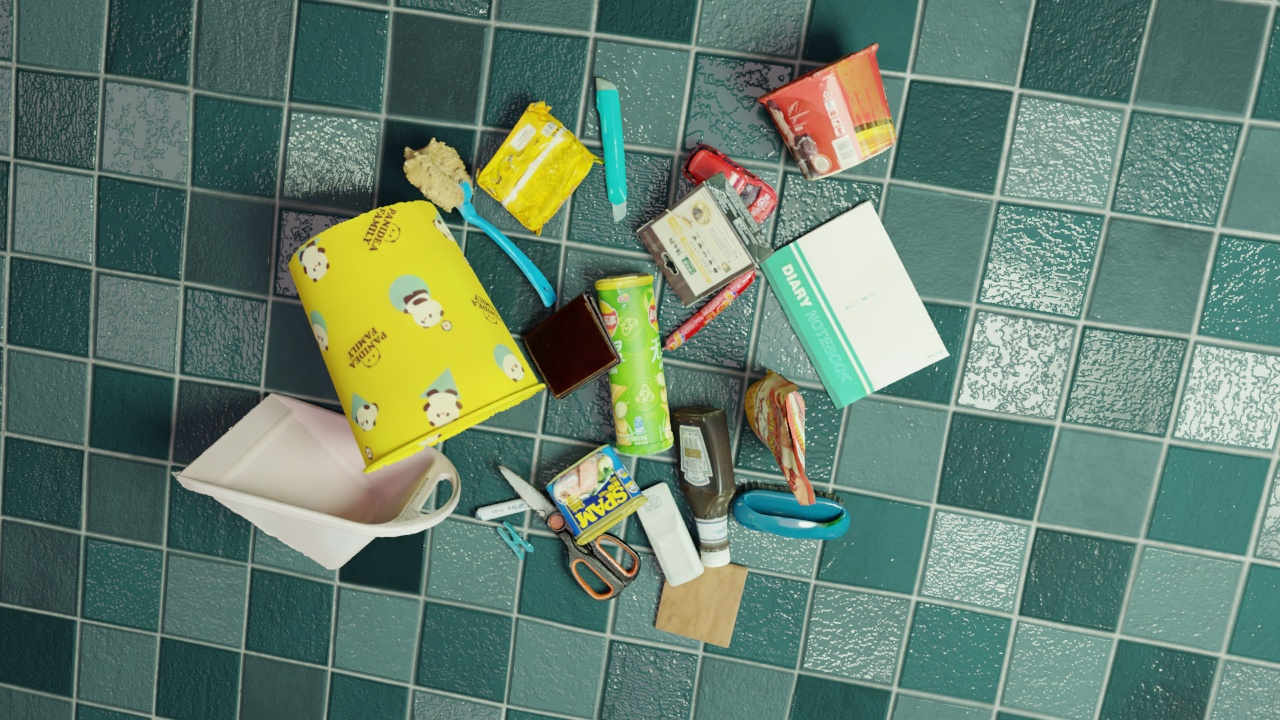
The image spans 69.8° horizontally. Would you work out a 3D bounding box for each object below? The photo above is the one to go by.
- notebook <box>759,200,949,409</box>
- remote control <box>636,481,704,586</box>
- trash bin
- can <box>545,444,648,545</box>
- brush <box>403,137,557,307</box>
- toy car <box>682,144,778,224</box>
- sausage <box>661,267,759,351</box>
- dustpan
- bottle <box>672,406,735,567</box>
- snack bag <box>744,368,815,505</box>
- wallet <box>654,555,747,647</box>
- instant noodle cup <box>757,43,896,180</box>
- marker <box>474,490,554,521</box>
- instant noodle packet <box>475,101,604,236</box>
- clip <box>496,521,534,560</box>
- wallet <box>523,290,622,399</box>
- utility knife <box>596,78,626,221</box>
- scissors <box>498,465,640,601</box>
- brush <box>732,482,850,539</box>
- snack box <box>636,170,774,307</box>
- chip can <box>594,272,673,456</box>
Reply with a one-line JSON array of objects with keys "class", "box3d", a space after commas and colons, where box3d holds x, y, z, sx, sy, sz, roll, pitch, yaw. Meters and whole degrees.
[{"class": "notebook", "box3d": [0.255, -0.064, 1.105, 0.150, 0.012, 0.209, -28, 95, 11]}, {"class": "remote control", "box3d": [0.034, 0.219, 1.154, 0.049, 0.024, 0.125, -26, 79, 9]}, {"class": "trash bin", "box3d": [-0.270, -0.031, 1.075, 0.230, 0.229, 0.255, -27, 88, 10]}, {"class": "can", "box3d": [-0.056, 0.165, 1.137, 0.102, 0.057, 0.083, -34, 74, -2]}, {"class": "brush", "box3d": [-0.190, -0.167, 1.120, 0.046, 0.083, 0.254, -36, 100, 33]}, {"class": "toy car", "box3d": [0.106, -0.208, 1.085, 0.120, 0.045, 0.053, 33, 102, -1]}, {"class": "sausage", "box3d": [0.085, -0.061, 1.122, 0.156, 0.020, 0.020, -41, 92, 11]}, {"class": "dustpan", "box3d": [-0.364, 0.124, 1.110, 0.273, 0.222, 0.139, 41, 113, -13]}, {"class": "bottle", "box3d": [0.082, 0.156, 1.127, 0.044, 0.080, 0.195, -13, 99, -36]}, {"class": "snack bag", "box3d": [0.163, 0.074, 1.037, 0.073, 0.207, 0.128, -8, 98, 3]}, {"class": "wallet", "box3d": [0.077, 0.306, 1.177, 0.101, 0.020, 0.115, 12, 102, 8]}, {"class": "instant noodle cup", "box3d": [0.213, -0.271, 1.022, 0.138, 0.137, 0.108, -23, 103, 9]}, {"class": "marker", "box3d": [-0.153, 0.184, 1.188, 0.131, 0.018, 0.022, -14, 88, 8]}, {"class": "instant noodle packet", "box3d": [-0.123, -0.233, 1.109, 0.111, 0.044, 0.128, 42, 104, -7]}, {"class": "clip", "box3d": [-0.164, 0.234, 1.198, 0.046, 0.014, 0.057, -43, 93, 13]}, {"class": "wallet", "box3d": [-0.084, -0.016, 1.115, 0.123, 0.020, 0.096, -31, 85, 39]}, {"class": "utility knife", "box3d": [-0.034, -0.254, 1.111, 0.029, 0.013, 0.171, -3, 101, 10]}, {"class": "scissors", "box3d": [-0.087, 0.203, 1.174, 0.125, 0.021, 0.235, -26, 96, 0]}, {"class": "brush", "box3d": [0.184, 0.190, 1.119, 0.144, 0.073, 0.055, 7, 108, 6]}, {"class": "snack box", "box3d": [0.075, -0.140, 1.076, 0.126, 0.053, 0.113, -28, 96, 52]}, {"class": "chip can", "box3d": [-0.007, 0.007, 1.115, 0.072, 0.072, 0.221, -6, 98, 8]}]
